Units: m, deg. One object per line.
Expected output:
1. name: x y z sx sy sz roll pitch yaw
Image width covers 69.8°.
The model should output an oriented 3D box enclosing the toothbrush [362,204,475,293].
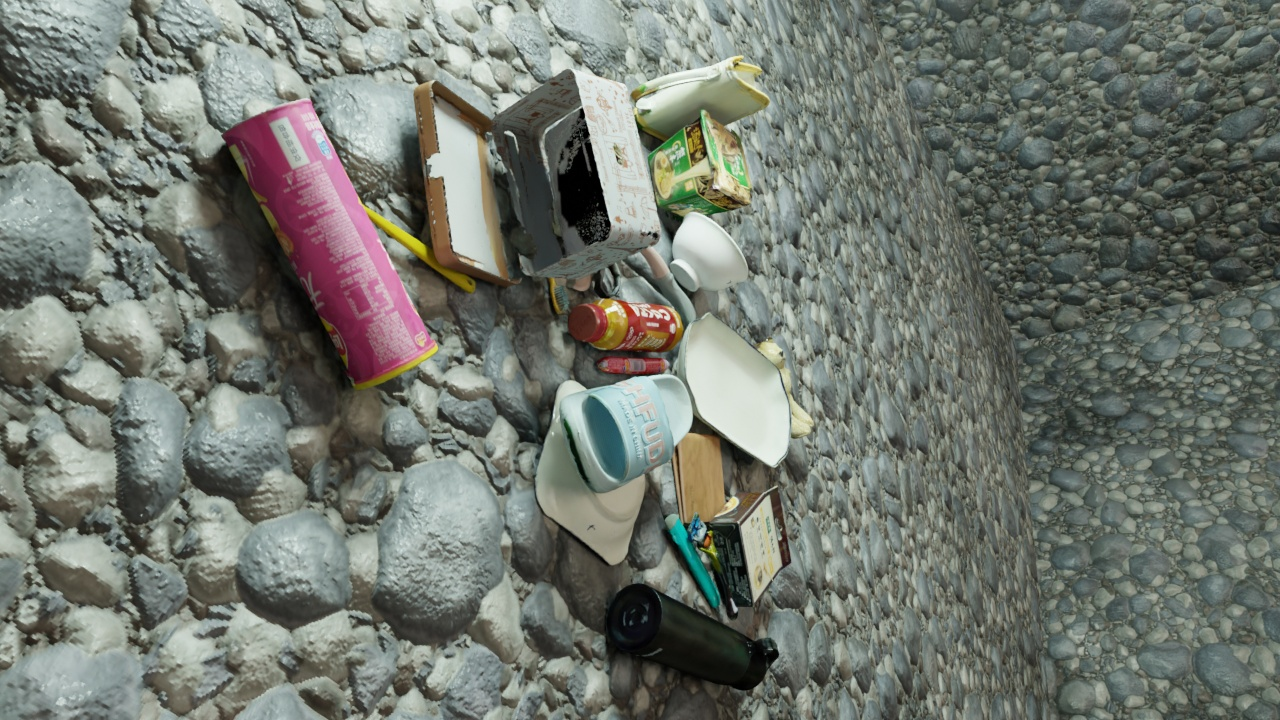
1. toothbrush: -0.212 -0.107 0.797 0.190 0.017 0.015 37 45 -48

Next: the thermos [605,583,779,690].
1. thermos: 0.067 0.300 0.994 0.242 0.090 0.068 37 30 -46

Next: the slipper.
1. slipper: 0.002 0.065 0.942 0.244 0.074 0.104 -19 93 -61

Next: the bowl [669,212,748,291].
1. bowl: 0.079 -0.131 1.223 0.064 0.118 0.118 -43 120 -15

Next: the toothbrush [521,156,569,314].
1. toothbrush: -0.104 -0.143 0.987 0.016 0.018 0.191 -2 78 -61

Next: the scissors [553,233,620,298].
1. scissors: -0.046 -0.145 1.055 0.175 0.014 0.159 -10 75 -45

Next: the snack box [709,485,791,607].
1. snack box: 0.141 0.234 1.168 0.125 0.053 0.113 -29 111 -60

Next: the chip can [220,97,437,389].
1. chip can: -0.233 -0.086 0.697 0.210 0.072 0.071 66 31 -13

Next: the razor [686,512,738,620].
1. razor: 0.092 0.252 1.101 0.143 0.022 0.042 68 26 -15

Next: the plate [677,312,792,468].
1. plate: 0.126 0.045 1.248 0.265 0.034 0.161 34 52 -43

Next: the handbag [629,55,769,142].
1. handbag: 0.067 -0.358 1.226 0.178 0.164 0.063 -1 75 -58

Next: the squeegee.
1. squeegee: 0.016 -0.114 1.153 0.249 0.040 0.247 47 40 -39

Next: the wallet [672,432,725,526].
1. wallet: 0.073 0.147 1.145 0.101 0.020 0.115 9 71 -56

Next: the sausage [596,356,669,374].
1. sausage: -0.006 0.006 1.078 0.155 0.020 0.020 1 75 -58

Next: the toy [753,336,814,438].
1. toy: 0.210 0.043 1.371 0.104 0.066 0.157 -33 97 -41

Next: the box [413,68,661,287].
1. box: -0.112 -0.178 0.869 0.192 0.157 0.183 -2 75 -52

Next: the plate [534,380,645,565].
1. plate: -0.039 0.114 0.960 0.164 0.034 0.163 46 40 -38

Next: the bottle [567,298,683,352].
1. bottle: -0.017 -0.039 1.043 0.174 0.058 0.057 1 75 -58

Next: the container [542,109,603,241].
1. container: -0.052 -0.196 1.005 0.090 0.090 0.114 4 68 -42

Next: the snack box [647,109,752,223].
1. snack box: 0.076 -0.257 1.252 0.118 0.106 0.117 13 64 -57

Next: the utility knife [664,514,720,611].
1. utility knife: 0.063 0.240 1.090 0.157 0.013 0.029 63 34 -24
